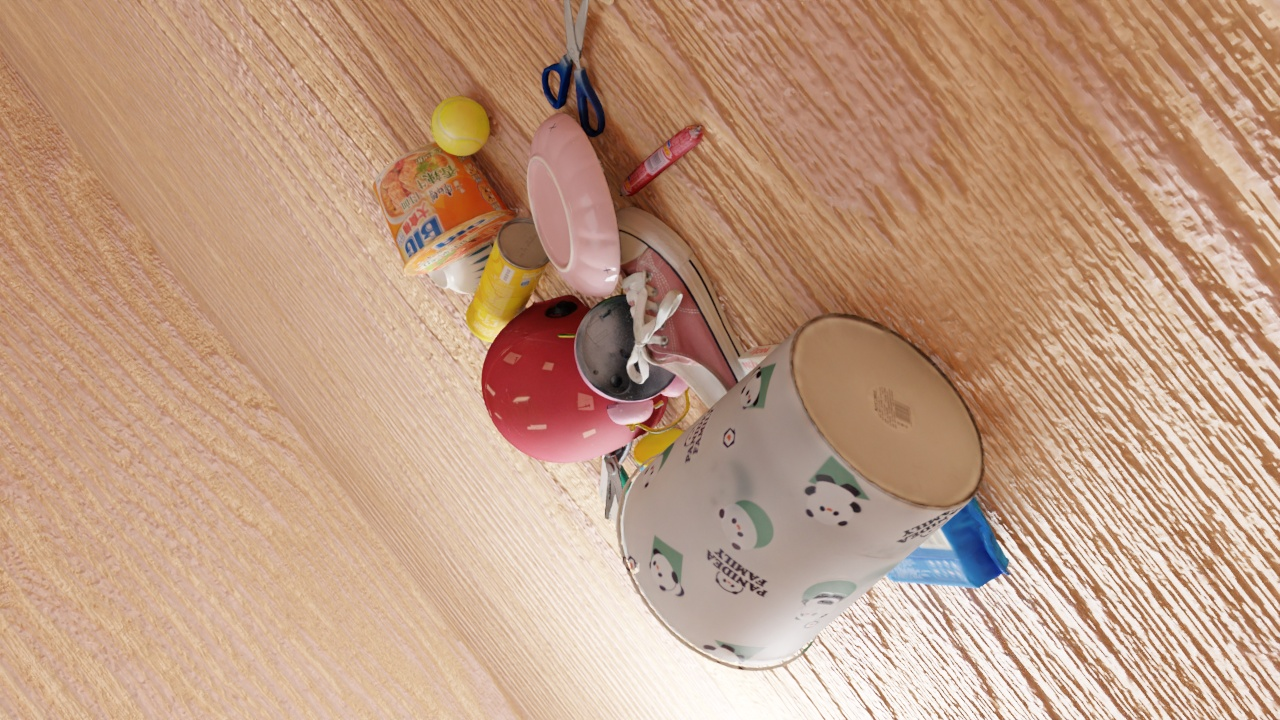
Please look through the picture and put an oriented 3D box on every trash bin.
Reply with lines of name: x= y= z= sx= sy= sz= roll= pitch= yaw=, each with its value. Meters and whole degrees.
trash bin: x=0.134 y=0.107 z=0.783 sx=0.229 sy=0.228 sz=0.253 roll=46 pitch=133 yaw=11

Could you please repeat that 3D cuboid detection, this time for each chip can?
chip can: x=0.055 y=0.188 z=1.159 sx=0.071 sy=0.071 sz=0.210 roll=17 pitch=136 yaw=46
chip can: x=-0.169 y=-0.097 z=1.161 sx=0.072 sy=0.071 sz=0.214 roll=49 pitch=151 yaw=5

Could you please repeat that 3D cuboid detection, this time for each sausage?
sausage: x=0.017 y=-0.186 z=0.860 sx=0.020 sy=0.020 sz=0.156 roll=56 pitch=150 yaw=-6

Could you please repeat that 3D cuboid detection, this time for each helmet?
helmet: x=-0.097 y=0.038 z=1.110 sx=0.241 sy=0.143 sz=0.207 roll=0 pitch=116 yaw=45

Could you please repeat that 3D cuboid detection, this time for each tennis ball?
tennis ball: x=-0.203 y=-0.264 z=1.034 sx=0.065 sy=0.065 sz=0.066 roll=35 pitch=146 yaw=28

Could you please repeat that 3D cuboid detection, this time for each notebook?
notebook: x=-0.010 y=0.224 z=1.276 sx=0.151 sy=0.012 sz=0.209 roll=94 pitch=152 yaw=-49

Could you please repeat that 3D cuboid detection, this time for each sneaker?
sneaker: x=0.026 y=-0.041 z=0.932 sx=0.241 sy=0.087 sz=0.118 roll=58 pitch=150 yaw=-5

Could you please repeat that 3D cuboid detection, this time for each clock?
clock: x=-0.006 y=0.006 z=1.005 sx=0.158 sy=0.117 sz=0.060 roll=53 pitch=164 yaw=1

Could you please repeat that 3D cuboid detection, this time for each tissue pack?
tissue pack: x=0.263 y=0.159 z=0.857 sx=0.095 sy=0.052 sz=0.157 roll=59 pitch=150 yaw=-9

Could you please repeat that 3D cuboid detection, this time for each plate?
plate: x=-0.077 y=-0.154 z=0.941 sx=0.192 sy=0.039 sz=0.193 roll=54 pitch=154 yaw=42

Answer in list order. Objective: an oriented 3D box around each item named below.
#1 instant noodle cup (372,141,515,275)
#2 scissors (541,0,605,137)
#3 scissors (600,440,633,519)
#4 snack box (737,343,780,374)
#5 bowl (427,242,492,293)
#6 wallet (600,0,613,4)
instant noodle cup: x=-0.242 y=-0.187 z=1.104 sx=0.111 sy=0.151 sz=0.152 roll=61 pitch=150 yaw=1
scissors: x=-0.068 y=-0.286 z=0.861 sx=0.144 sy=0.012 sz=0.170 roll=24 pitch=146 yaw=45
scissors: x=-0.040 y=0.121 z=1.224 sx=0.224 sy=0.015 sz=0.190 roll=61 pitch=144 yaw=13
snack box: x=0.164 y=0.054 z=0.906 sx=0.085 sy=0.026 sz=0.157 roll=-7 pitch=116 yaw=57
bowl: x=-0.252 y=-0.138 z=1.238 sx=0.116 sy=0.066 sz=0.117 roll=35 pitch=146 yaw=28
wallet: x=-0.066 y=-0.358 z=0.786 sx=0.115 sy=0.024 sz=0.087 roll=32 pitch=147 yaw=28
